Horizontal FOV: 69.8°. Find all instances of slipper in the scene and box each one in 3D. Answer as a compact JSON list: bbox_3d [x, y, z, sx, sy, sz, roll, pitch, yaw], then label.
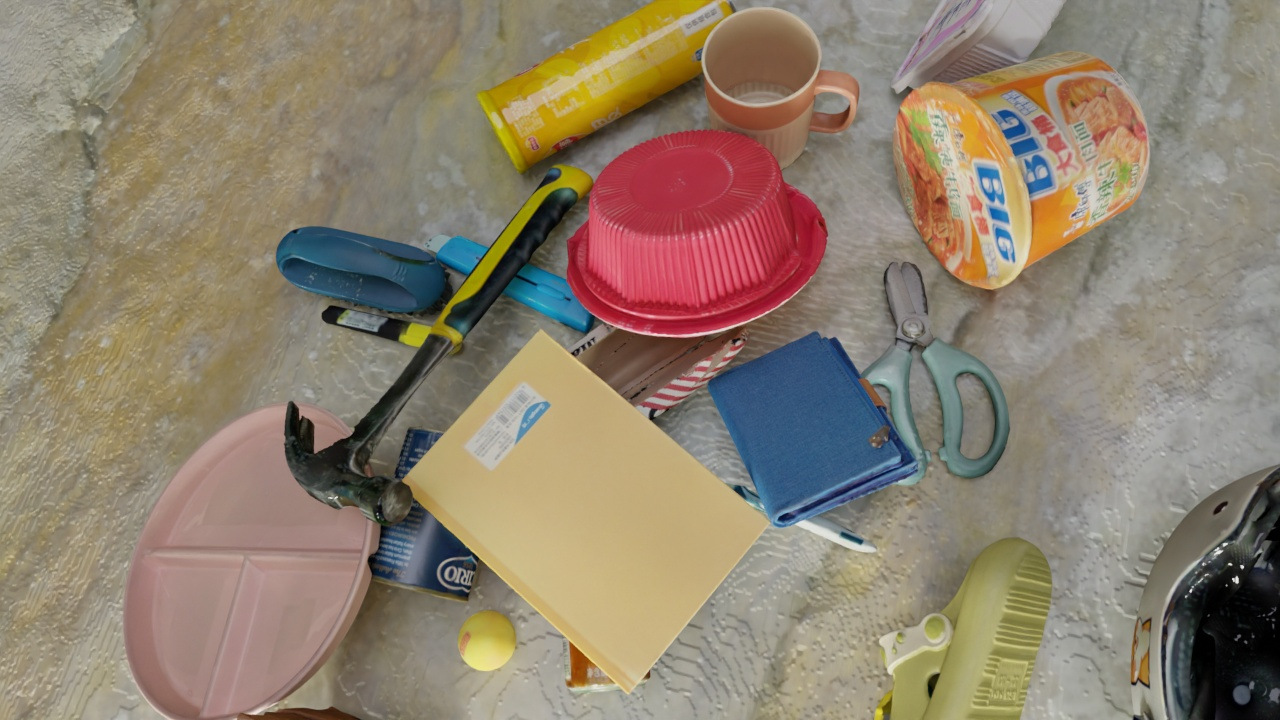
[{"bbox_3d":[0.198,0.199,0.587,0.082,0.091,0.190,17,84,53],"label":"slipper"}]

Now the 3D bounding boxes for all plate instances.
[{"bbox_3d":[-0.275,0.139,0.652,0.230,0.028,0.229,-12,61,23],"label":"plate"}]

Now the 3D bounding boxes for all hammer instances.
[{"bbox_3d":[-0.135,-0.032,0.666,0.126,0.032,0.322,14,56,29],"label":"hammer"}]

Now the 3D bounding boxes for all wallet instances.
[{"bbox_3d":[-0.185,0.251,0.587,0.108,0.132,0.031,17,72,13],"label":"wallet"},{"bbox_3d":[0.116,0.044,0.638,0.106,0.040,0.133,-23,46,0],"label":"wallet"}]

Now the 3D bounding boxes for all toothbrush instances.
[{"bbox_3d":[0.079,0.096,0.659,0.192,0.016,0.018,21,67,13],"label":"toothbrush"}]

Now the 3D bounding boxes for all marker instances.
[{"bbox_3d":[-0.200,-0.025,0.733,0.124,0.015,0.018,13,75,14],"label":"marker"}]

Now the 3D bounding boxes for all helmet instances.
[{"bbox_3d":[0.383,0.189,0.518,0.230,0.157,0.274,2,84,6],"label":"helmet"}]

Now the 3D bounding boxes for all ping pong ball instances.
[{"bbox_3d":[-0.107,0.195,0.640,0.040,0.040,0.040,-2,73,7],"label":"ping pong ball"}]

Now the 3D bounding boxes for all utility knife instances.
[{"bbox_3d":[-0.104,-0.067,0.730,0.160,0.018,0.034,25,79,15],"label":"utility knife"}]

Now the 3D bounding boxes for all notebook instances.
[{"bbox_3d":[-0.038,0.094,0.611,0.206,0.010,0.145,39,79,10],"label":"notebook"}]

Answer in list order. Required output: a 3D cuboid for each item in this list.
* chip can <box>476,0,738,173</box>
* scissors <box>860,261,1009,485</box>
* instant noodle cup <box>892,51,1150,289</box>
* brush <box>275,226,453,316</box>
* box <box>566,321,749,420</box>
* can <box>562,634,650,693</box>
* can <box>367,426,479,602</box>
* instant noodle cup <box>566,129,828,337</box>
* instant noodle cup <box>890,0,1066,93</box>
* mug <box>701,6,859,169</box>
[{"bbox_3d":[-0.023,-0.232,0.740,0.213,0.072,0.072,-29,72,-1],"label":"chip can"},{"bbox_3d":[0.183,0.010,0.671,0.130,0.019,0.185,-25,71,1],"label":"scissors"},{"bbox_3d":[0.266,-0.139,0.642,0.111,0.151,0.151,-23,72,-8],"label":"instant noodle cup"},{"bbox_3d":[-0.221,-0.073,0.719,0.144,0.073,0.055,14,80,11],"label":"brush"},{"bbox_3d":[-0.007,0.000,0.670,0.163,0.076,0.087,-36,93,-2],"label":"box"},{"bbox_3d":[-0.028,0.150,0.634,0.058,0.058,0.147,-7,73,5],"label":"can"},{"bbox_3d":[-0.144,0.108,0.653,0.075,0.075,0.111,11,75,10],"label":"can"},{"bbox_3d":[0.034,-0.104,0.656,0.194,0.066,0.193,-8,45,8],"label":"instant noodle cup"},{"bbox_3d":[0.276,-0.277,0.692,0.060,0.138,0.173,32,80,-7],"label":"instant noodle cup"},{"bbox_3d":[0.106,-0.198,0.695,0.114,0.106,0.081,10,75,10],"label":"mug"}]
